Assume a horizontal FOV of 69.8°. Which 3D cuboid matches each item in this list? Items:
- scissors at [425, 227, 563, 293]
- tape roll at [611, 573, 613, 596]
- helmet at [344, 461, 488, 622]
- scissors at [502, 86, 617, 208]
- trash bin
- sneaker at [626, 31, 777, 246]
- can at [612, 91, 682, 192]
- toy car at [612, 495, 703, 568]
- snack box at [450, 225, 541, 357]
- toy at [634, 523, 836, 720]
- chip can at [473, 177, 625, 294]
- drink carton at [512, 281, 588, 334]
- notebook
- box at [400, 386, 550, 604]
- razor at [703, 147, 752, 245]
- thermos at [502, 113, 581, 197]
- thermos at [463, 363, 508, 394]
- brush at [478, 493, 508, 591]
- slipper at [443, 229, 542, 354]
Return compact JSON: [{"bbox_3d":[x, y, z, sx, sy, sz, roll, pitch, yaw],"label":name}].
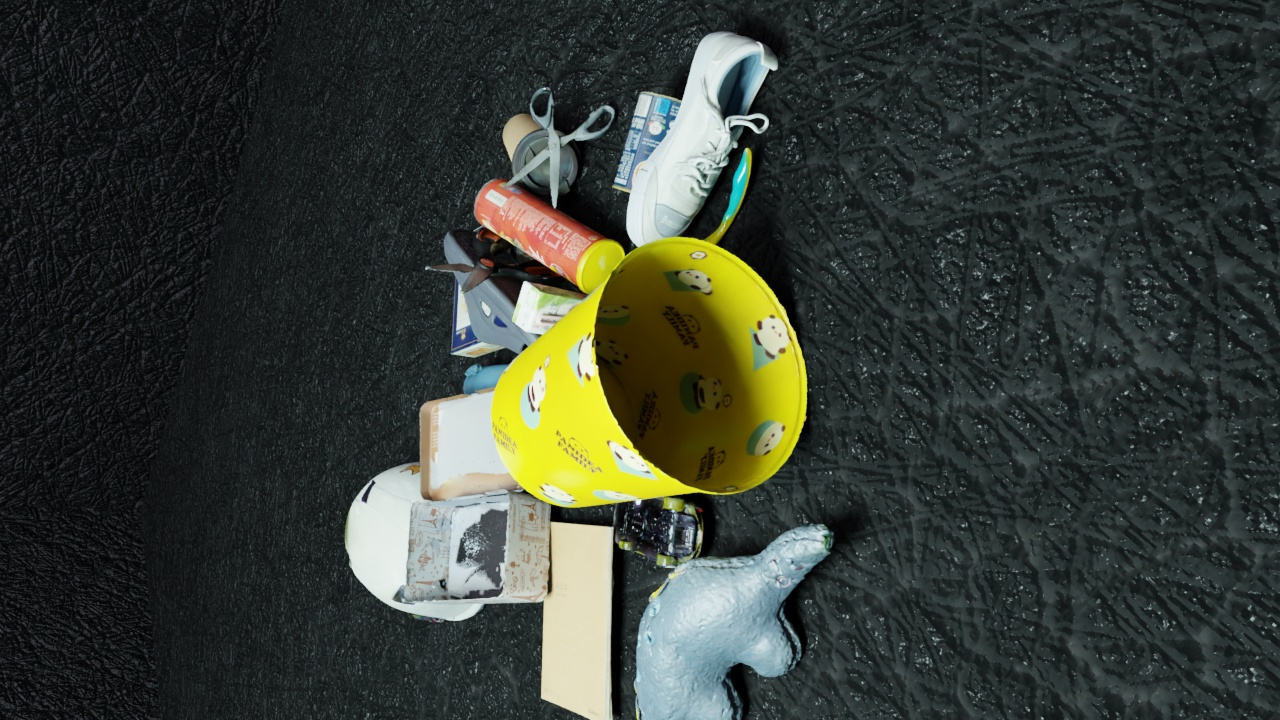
[{"bbox_3d":[-0.173,-0.118,1.141,0.022,0.204,0.224,-62,23,23],"label":"scissors"},{"bbox_3d":[-0.062,0.258,1.071,0.086,0.013,0.085,-15,71,51],"label":"tape roll"},{"bbox_3d":[-0.328,0.251,1.303,0.274,0.156,0.230,22,100,52],"label":"helmet"},{"bbox_3d":[-0.103,-0.270,1.148,0.014,0.159,0.181,77,180,-70],"label":"scissors"},{"bbox_3d":[-0.011,0.034,0.890,0.256,0.229,0.229,-26,62,52],"label":"trash bin"},{"bbox_3d":[0.070,-0.217,0.949,0.091,0.089,0.242,32,102,46],"label":"sneaker"},{"bbox_3d":[0.020,-0.235,1.018,0.075,0.075,0.111,29,105,51],"label":"can"},{"bbox_3d":[0.016,0.172,0.964,0.158,0.042,0.070,3,85,60],"label":"toy car"},{"bbox_3d":[-0.208,-0.107,1.313,0.178,0.045,0.182,-14,71,50],"label":"snack box"},{"bbox_3d":[0.064,0.261,0.846,0.138,0.091,0.357,44,120,34],"label":"toy"},{"bbox_3d":[-0.117,-0.157,1.138,0.217,0.073,0.073,34,110,33],"label":"chip can"},{"bbox_3d":[-0.085,-0.053,1.078,0.045,0.122,0.053,35,109,48],"label":"drink carton"},{"bbox_3d":[-0.075,0.295,1.057,0.150,0.012,0.211,-11,76,56],"label":"notebook"},{"bbox_3d":[-0.203,0.168,1.140,0.177,0.082,0.260,-12,70,34],"label":"box"},{"bbox_3d":[0.088,-0.158,0.953,0.043,0.028,0.133,-84,19,-63],"label":"razor"},{"bbox_3d":[-0.139,-0.280,1.232,0.093,0.093,0.143,-65,32,20],"label":"thermos"},{"bbox_3d":[-0.163,0.035,1.208,0.221,0.070,0.070,-2,81,52],"label":"thermos"},{"bbox_3d":[-0.168,0.236,1.185,0.074,0.055,0.143,-23,63,28],"label":"brush"},{"bbox_3d":[-0.171,-0.068,1.175,0.268,0.110,0.083,46,118,29],"label":"slipper"}]
